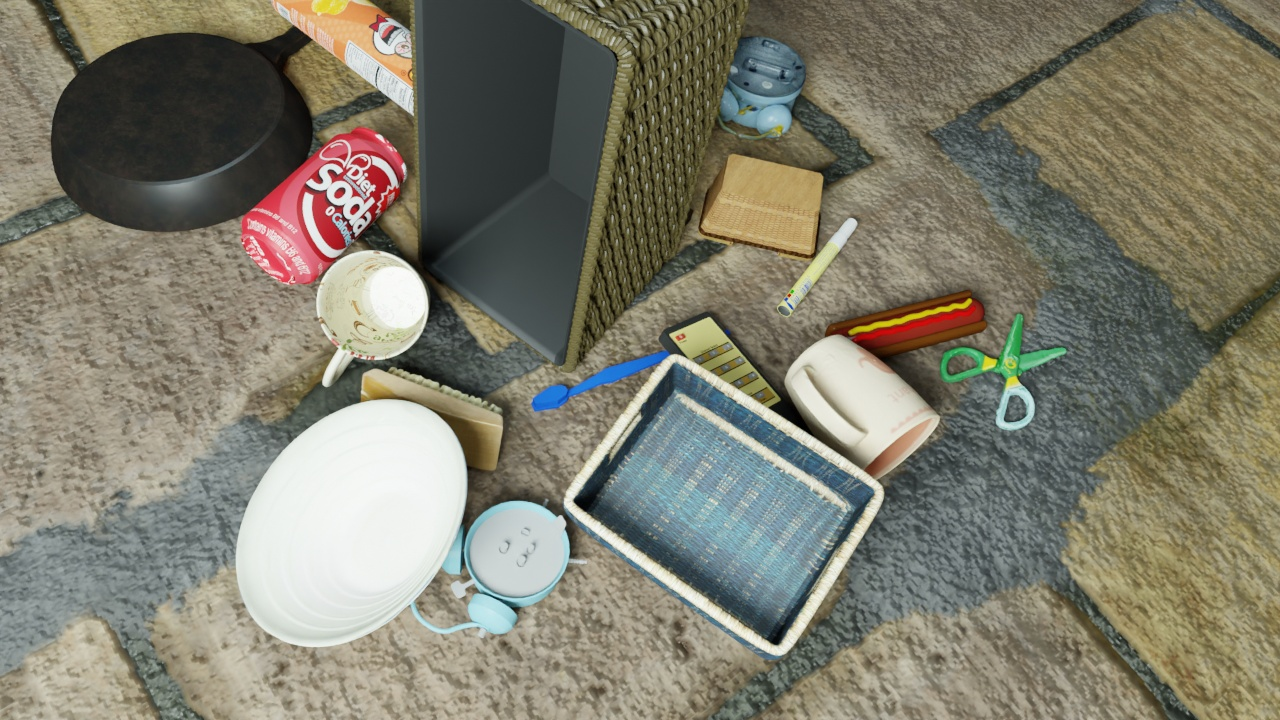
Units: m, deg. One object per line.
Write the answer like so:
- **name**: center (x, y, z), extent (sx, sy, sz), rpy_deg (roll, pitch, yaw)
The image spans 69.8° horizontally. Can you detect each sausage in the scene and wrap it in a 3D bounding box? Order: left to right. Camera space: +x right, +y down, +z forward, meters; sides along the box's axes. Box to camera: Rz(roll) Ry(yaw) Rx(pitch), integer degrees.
- **sausage**: center (0.233, -0.028, 0.805), extent (0.155, 0.040, 0.040), rpy_deg (-14, 61, -14)

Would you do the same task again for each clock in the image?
- **clock**: center (-0.106, 0.149, 0.656), extent (0.123, 0.042, 0.087), rpy_deg (-26, 65, -22)
- **clock**: center (0.117, -0.273, 0.935), extent (0.089, 0.052, 0.124), rpy_deg (18, 59, 3)

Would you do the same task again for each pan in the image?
- **pan**: center (-0.394, -0.267, 0.876), extent (0.249, 0.043, 0.355), rpy_deg (27, 60, 10)

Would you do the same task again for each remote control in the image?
- **remote control**: center (0.076, 0.018, 0.761), extent (0.058, 0.013, 0.133), rpy_deg (-25, 67, -39)

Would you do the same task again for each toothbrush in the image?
- **toothbrush**: center (-0.005, 0.005, 0.774), extent (0.186, 0.011, 0.016), rpy_deg (-21, 63, -18)

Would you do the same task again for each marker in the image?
- **marker**: center (0.166, -0.088, 0.849), extent (0.014, 0.014, 0.132), rpy_deg (33, 61, 13)

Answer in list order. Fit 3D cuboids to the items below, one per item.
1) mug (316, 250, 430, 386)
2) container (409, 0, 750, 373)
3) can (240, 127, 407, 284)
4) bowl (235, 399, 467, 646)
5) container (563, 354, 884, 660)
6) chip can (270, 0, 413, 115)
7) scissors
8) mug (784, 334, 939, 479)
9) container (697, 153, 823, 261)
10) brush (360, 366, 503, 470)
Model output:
- **mug**: center (-0.213, -0.029, 0.725), extent (0.081, 0.097, 0.122), rpy_deg (32, 93, -8)
- **container**: center (-0.042, -0.186, 0.716), extent (0.176, 0.322, 0.204), rpy_deg (36, 55, 15)
- **can**: center (-0.271, -0.133, 0.790), extent (0.074, 0.075, 0.142), rpy_deg (29, 60, 11)
- **bowl**: center (-0.188, 0.117, 0.640), extent (0.177, 0.058, 0.176), rpy_deg (-10, 56, 16)
- **container**: center (0.059, 0.106, 0.669), extent (0.187, 0.071, 0.145), rpy_deg (33, 74, 13)
- **chip can**: center (-0.253, -0.301, 0.882), extent (0.210, 0.062, 0.062), rpy_deg (38, 61, 4)
- **scissors**: center (0.329, 0.012, 0.808), extent (0.128, 0.012, 0.119), rpy_deg (-13, 62, -13)
- **mug**: center (0.162, 0.035, 0.723), extent (0.111, 0.085, 0.104), rpy_deg (4, 41, -53)
- **container**: center (0.116, -0.144, 0.849), extent (0.114, 0.061, 0.063), rpy_deg (13, 58, 1)
- **brush**: center (-0.159, 0.043, 0.713), extent (0.117, 0.049, 0.039), rpy_deg (21, 36, 7)
